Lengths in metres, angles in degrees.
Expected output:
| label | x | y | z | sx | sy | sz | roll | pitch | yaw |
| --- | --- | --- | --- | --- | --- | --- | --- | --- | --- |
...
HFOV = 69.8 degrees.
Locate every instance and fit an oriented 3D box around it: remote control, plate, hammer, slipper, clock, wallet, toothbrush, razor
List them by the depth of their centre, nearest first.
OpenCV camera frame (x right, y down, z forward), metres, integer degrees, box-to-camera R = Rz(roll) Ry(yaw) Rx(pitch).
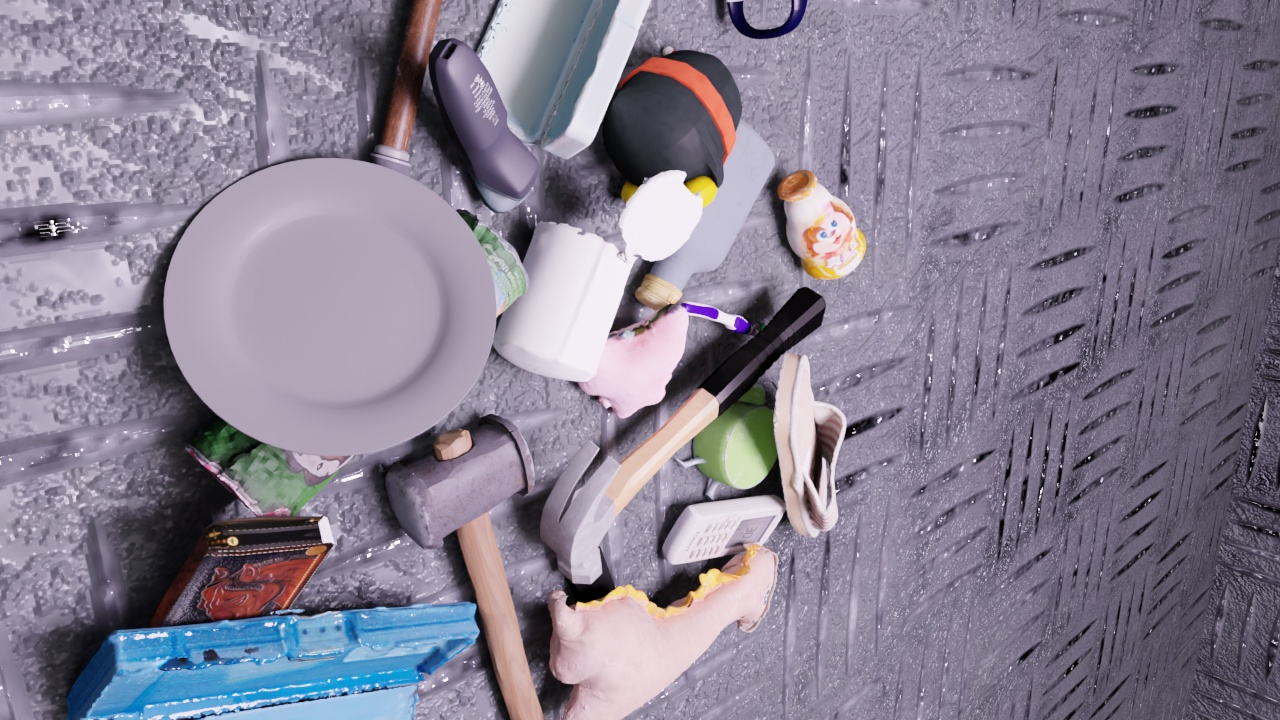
| label | x | y | z | sx | sy | sz | roll | pitch | yaw |
| --- | --- | --- | --- | --- | --- | --- | --- | --- | --- |
| plate | -0.172 | -0.032 | 0.523 | 0.178 | 0.012 | 0.178 | 5 | 72 | -16 |
| wallet | -0.231 | 0.130 | 0.526 | 0.072 | 0.019 | 0.123 | 3 | 139 | -43 |
| hammer | -0.132 | -0.210 | 0.558 | 0.155 | 0.043 | 0.322 | 9 | 99 | -45 |
| razor | -0.098 | -0.144 | 0.568 | 0.047 | 0.052 | 0.143 | -62 | 166 | -16 |
| hammer | -0.109 | 0.195 | 0.700 | 0.097 | 0.052 | 0.329 | -29 | 124 | -34 |
| hammer | 0.046 | 0.044 | 0.763 | 0.327 | 0.039 | 0.131 | -41 | 152 | -27 |
| remote control | -0.032 | 0.224 | 0.799 | 0.034 | 0.013 | 0.150 | -35 | 125 | -29 |
| toothbrush | 0.083 | -0.033 | 0.806 | 0.186 | 0.015 | 0.016 | 14 | 90 | -57 |
| clock | 0.094 | 0.070 | 0.853 | 0.119 | 0.043 | 0.094 | -55 | 134 | -17 |
| slipper | 0.163 | 0.089 | 0.860 | 0.263 | 0.052 | 0.114 | 66 | 32 | -53 |
| remote control | 0.080 | 0.158 | 0.866 | 0.138 | 0.025 | 0.060 | 2 | 126 | -44 |

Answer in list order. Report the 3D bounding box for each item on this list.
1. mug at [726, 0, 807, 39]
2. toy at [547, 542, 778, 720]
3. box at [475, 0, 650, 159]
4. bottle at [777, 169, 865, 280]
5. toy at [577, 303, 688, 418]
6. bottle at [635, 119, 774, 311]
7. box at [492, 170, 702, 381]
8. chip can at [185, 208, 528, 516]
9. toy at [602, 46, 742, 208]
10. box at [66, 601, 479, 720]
| label | x | y | z | sx | sy | sz | roll | pitch | yaw |
| --- | --- | --- | --- | --- | --- | --- | --- | --- | --- |
| mug | 0.095 | -0.304 | 0.699 | 0.078 | 0.097 | 0.112 | -22 | 117 | -37 |
| toy | 0.031 | 0.214 | 0.797 | 0.263 | 0.065 | 0.196 | -28 | 128 | -34 |
| box | -0.048 | -0.244 | 0.615 | 0.096 | 0.086 | 0.198 | 25 | 83 | -17 |
| bottle | 0.163 | -0.125 | 0.844 | 0.063 | 0.063 | 0.108 | -55 | 132 | -16 |
| toy | -0.004 | 0.004 | 0.729 | 0.102 | 0.050 | 0.093 | -22 | 136 | -11 |
| bottle | 0.048 | -0.114 | 0.747 | 0.072 | 0.046 | 0.161 | 34 | 82 | -44 |
| box | -0.030 | -0.061 | 0.644 | 0.084 | 0.119 | 0.160 | 22 | 84 | -47 |
| chip can | -0.164 | 0.000 | 0.565 | 0.222 | 0.075 | 0.075 | -48 | 130 | -22 |
| toy | 0.030 | -0.180 | 0.679 | 0.119 | 0.098 | 0.100 | -51 | 127 | -23 |
| box | -0.233 | 0.220 | 0.583 | 0.231 | 0.066 | 0.173 | 10 | 114 | -45 |
